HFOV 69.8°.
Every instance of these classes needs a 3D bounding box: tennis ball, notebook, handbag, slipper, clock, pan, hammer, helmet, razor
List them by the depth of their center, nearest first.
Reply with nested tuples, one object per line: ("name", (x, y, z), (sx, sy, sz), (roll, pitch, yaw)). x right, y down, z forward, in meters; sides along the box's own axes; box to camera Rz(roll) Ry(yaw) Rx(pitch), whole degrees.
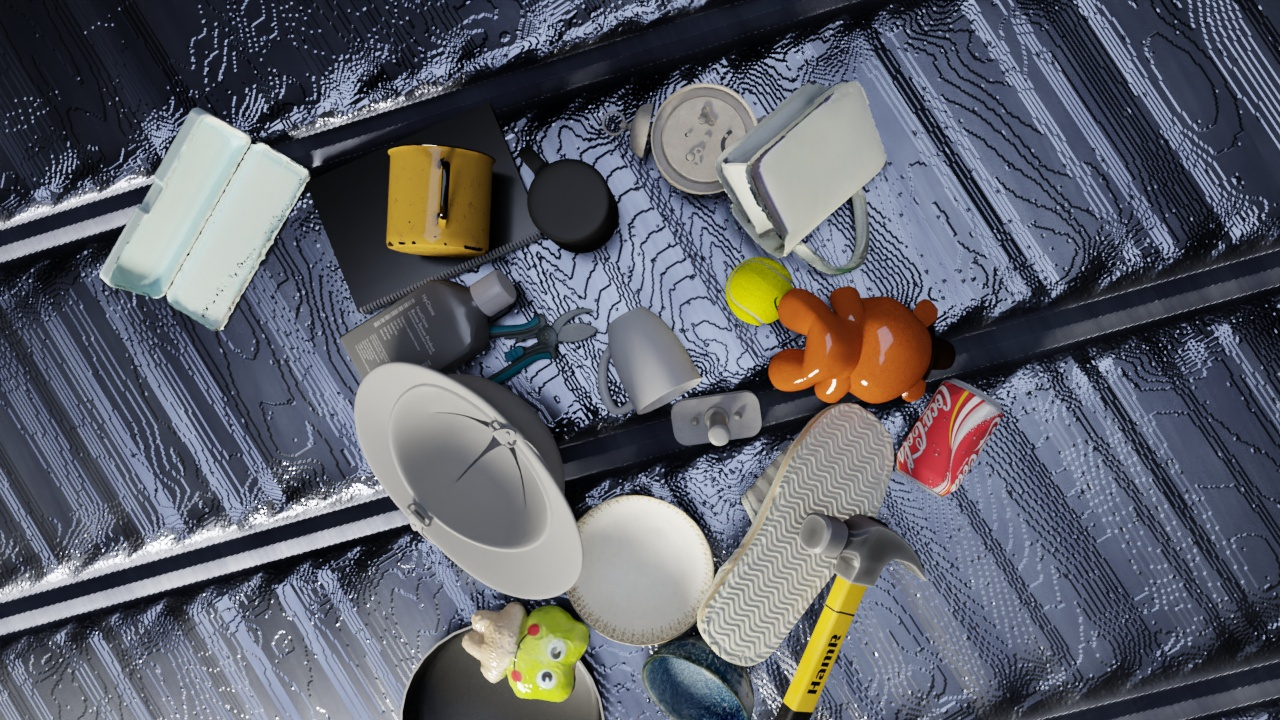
("hammer", (0.162, 0.297, 0.859), (0.169, 0.034, 0.324), (19, 95, -37))
("razor", (0.073, 0.061, 0.867), (0.088, 0.116, 0.047), (-8, 94, 4))
("handbag", (0.163, -0.157, 0.873), (0.151, 0.074, 0.176), (-42, 120, -16))
("slipper", (0.147, 0.163, 0.876), (0.114, 0.054, 0.272), (35, 77, -4))
("tennis ball", (0.115, -0.067, 0.888), (0.065, 0.065, 0.065), (0, 90, 4))
("helmet", (-0.141, 0.094, 0.888), (0.271, 0.117, 0.184), (46, 124, -2))
("clock", (0.040, -0.217, 0.897), (0.157, 0.061, 0.103), (11, 93, -4))
("pan", (-0.064, 0.381, 0.914), (0.356, 0.044, 0.204), (17, 91, 4))
("notebook", (-0.220, -0.154, 0.938), (0.207, 0.016, 0.149), (-23, 88, 4))

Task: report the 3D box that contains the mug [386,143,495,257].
("mug", (-0.189, -0.148, 0.866), (0.100, 0.124, 0.094), (3, 90, -16))

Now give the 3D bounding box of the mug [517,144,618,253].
("mug", (-0.076, -0.161, 0.890), (0.078, 0.088, 0.113), (-42, 87, 3))

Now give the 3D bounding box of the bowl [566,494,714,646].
("bowl", (-0.001, 0.199, 0.899), (0.145, 0.063, 0.145), (0, 89, 4))

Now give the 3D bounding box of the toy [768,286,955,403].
("toy", (0.212, -0.011, 0.865), (0.176, 0.096, 0.112), (8, 100, -1))

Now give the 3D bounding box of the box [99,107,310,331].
("box", (-0.439, -0.140, 0.928), (0.126, 0.074, 0.197), (30, 94, -16))

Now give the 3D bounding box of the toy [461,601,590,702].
("toy", (-0.112, 0.273, 0.877), (0.118, 0.043, 0.092), (19, 90, 6))

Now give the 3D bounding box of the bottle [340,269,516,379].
("bottle", (-0.202, -0.031, 0.906), (0.174, 0.046, 0.083), (-30, 86, 14))

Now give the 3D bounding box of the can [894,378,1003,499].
("can", (0.293, 0.075, 0.877), (0.064, 0.064, 0.105), (32, 92, 3))

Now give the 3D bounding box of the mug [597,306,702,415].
("mug", (-0.005, 0.005, 0.904), (0.107, 0.071, 0.089), (-35, 78, 31))

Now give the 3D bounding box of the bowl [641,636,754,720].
("bowl", (0.065, 0.307, 0.890), (0.114, 0.060, 0.114), (20, 131, 24))

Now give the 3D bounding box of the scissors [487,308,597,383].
("scissors", (-0.125, -0.015, 0.929), (0.124, 0.019, 0.156), (32, 92, 3))
